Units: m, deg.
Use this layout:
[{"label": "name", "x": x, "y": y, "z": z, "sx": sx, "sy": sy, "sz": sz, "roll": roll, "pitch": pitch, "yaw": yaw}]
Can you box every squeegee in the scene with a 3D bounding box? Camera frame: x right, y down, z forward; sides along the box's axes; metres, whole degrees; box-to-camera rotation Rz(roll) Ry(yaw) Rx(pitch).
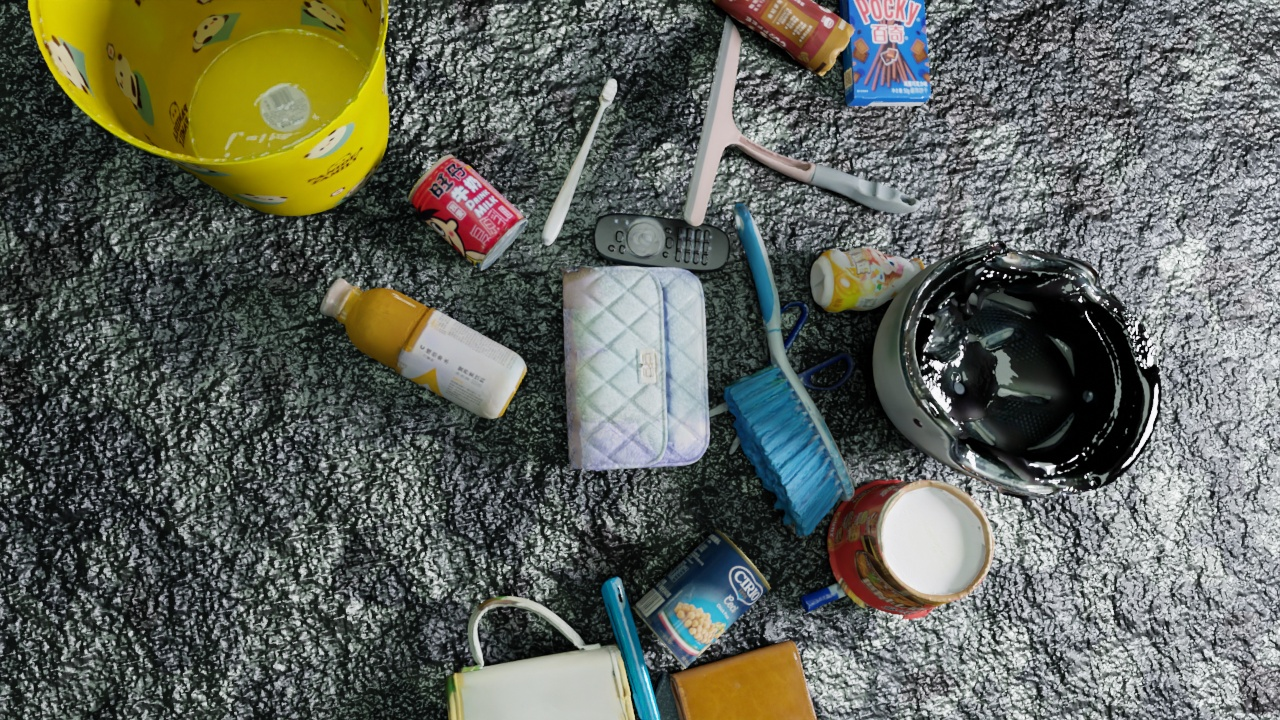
[{"label": "squeegee", "x": 0.169, "y": -0.195, "z": 0.928, "sx": 0.249, "sy": 0.040, "sz": 0.247, "roll": 19, "pitch": 65, "yaw": -14}]

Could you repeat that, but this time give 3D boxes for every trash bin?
[{"label": "trash bin", "x": -0.308, "y": -0.235, "z": 0.742, "sx": 0.229, "sy": 0.255, "sz": 0.229, "roll": 1, "pitch": 85, "yaw": -9}]

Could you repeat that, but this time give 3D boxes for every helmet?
[{"label": "helmet", "x": 0.336, "y": 0.012, "z": 0.882, "sx": 0.274, "sy": 0.157, "sz": 0.230, "roll": 16, "pitch": 82, "yaw": -19}]

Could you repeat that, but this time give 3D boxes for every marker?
[{"label": "marker", "x": 0.229, "y": 0.218, "z": 0.920, "sx": 0.145, "sy": 0.017, "sz": 0.017, "roll": -19, "pitch": 89, "yaw": -10}]

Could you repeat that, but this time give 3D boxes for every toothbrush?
[{"label": "toothbrush", "x": -0.060, "y": -0.195, "z": 0.902, "sx": 0.016, "sy": 0.016, "sz": 0.180, "roll": 22, "pitch": 83, "yaw": -5}]

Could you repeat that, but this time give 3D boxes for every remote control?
[{"label": "remote control", "x": 0.020, "y": -0.115, "z": 0.905, "sx": 0.136, "sy": 0.024, "sz": 0.053, "roll": 7, "pitch": 86, "yaw": -8}]

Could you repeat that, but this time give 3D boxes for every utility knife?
[{"label": "utility knife", "x": 0.005, "y": 0.319, "z": 0.851, "sx": 0.018, "sy": 0.034, "sz": 0.238, "roll": -13, "pitch": 79, "yaw": -24}]

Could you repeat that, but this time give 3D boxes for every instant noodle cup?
[{"label": "instant noodle cup", "x": 0.259, "y": 0.172, "z": 0.869, "sx": 0.138, "sy": 0.109, "sz": 0.137, "roll": 1, "pitch": 74, "yaw": -5}]

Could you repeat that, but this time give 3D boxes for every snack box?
[{"label": "snack box", "x": 0.254, "y": -0.346, "z": 0.958, "sx": 0.084, "sy": 0.026, "sz": 0.157, "roll": -2, "pitch": 86, "yaw": -9}]

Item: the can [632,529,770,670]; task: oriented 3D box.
[{"label": "can", "x": 0.056, "y": 0.224, "z": 0.861, "sx": 0.111, "sy": 0.075, "sz": 0.075, "roll": -41, "pitch": 93, "yaw": -9}]

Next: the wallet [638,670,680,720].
[{"label": "wallet", "x": 0.039, "y": 0.370, "z": 0.878, "sx": 0.097, "sy": 0.019, "sz": 0.120, "roll": 25, "pitch": 84, "yaw": -8}]

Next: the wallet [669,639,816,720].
[{"label": "wallet", "x": 0.103, "y": 0.339, "z": 0.864, "sx": 0.130, "sy": 0.035, "sz": 0.119, "roll": -9, "pitch": 77, "yaw": -20}]

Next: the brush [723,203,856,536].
[{"label": "brush", "x": 0.124, "y": 0.007, "z": 0.891, "sx": 0.109, "sy": 0.060, "sz": 0.314, "roll": -27, "pitch": 89, "yaw": -12}]

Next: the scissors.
[{"label": "scissors", "x": 0.137, "y": 0.013, "z": 0.922, "sx": 0.162, "sy": 0.012, "sz": 0.164, "roll": -2, "pitch": 88, "yaw": -9}]

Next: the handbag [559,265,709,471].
[{"label": "handbag", "x": -0.005, "y": 0.005, "z": 0.867, "sx": 0.134, "sy": 0.076, "sz": 0.194, "roll": -3, "pitch": 86, "yaw": -9}]

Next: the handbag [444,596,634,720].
[{"label": "handbag", "x": -0.093, "y": 0.302, "z": 0.840, "sx": 0.163, "sy": 0.063, "sz": 0.178, "roll": -8, "pitch": 82, "yaw": -8}]

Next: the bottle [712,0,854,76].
[{"label": "bottle", "x": 0.128, "y": -0.358, "z": 0.923, "sx": 0.175, "sy": 0.057, "sz": 0.057, "roll": 32, "pitch": 81, "yaw": -6}]

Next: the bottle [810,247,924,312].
[{"label": "bottle", "x": 0.228, "y": -0.082, "z": 0.917, "sx": 0.108, "sy": 0.063, "sz": 0.063, "roll": -5, "pitch": 87, "yaw": -10}]

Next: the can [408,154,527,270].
[{"label": "can", "x": -0.161, "y": -0.139, "z": 0.855, "sx": 0.094, "sy": 0.066, "sz": 0.066, "roll": 43, "pitch": 81, "yaw": -4}]

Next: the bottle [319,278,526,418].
[{"label": "bottle", "x": -0.199, "y": -0.014, "z": 0.840, "sx": 0.189, "sy": 0.068, "sz": 0.068, "roll": 29, "pitch": 82, "yaw": -6}]
